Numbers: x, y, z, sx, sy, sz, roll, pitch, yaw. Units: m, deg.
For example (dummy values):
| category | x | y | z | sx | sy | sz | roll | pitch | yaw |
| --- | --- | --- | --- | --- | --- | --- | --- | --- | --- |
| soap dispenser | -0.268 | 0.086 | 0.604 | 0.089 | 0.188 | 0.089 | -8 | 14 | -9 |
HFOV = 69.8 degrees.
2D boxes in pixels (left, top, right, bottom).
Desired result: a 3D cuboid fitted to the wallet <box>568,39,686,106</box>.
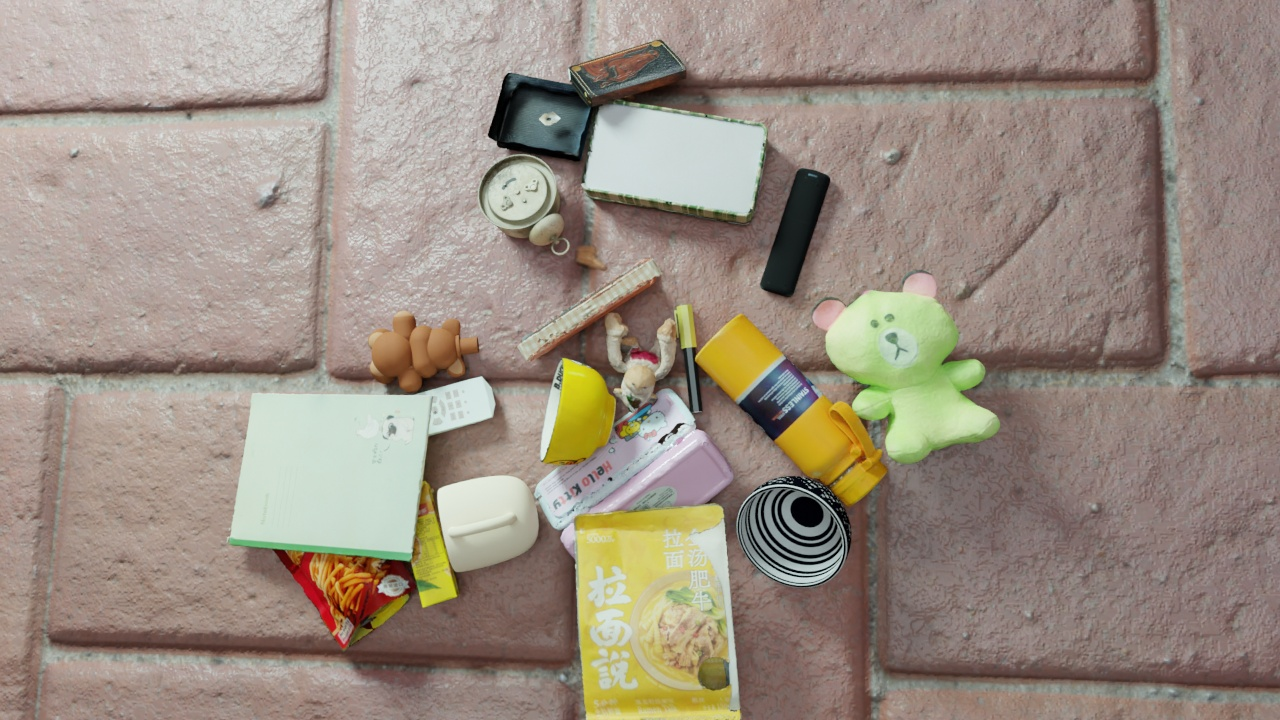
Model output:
| category | x | y | z | sx | sy | sz | roll | pitch | yaw |
| --- | --- | --- | --- | --- | --- | --- | --- | --- | --- |
| wallet | -0.015 | -0.334 | 1.069 | 0.123 | 0.019 | 0.072 | -21 | 51 | -14 |

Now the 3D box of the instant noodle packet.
| category | x | y | z | sx | sy | sz | roll | pitch | yaw |
| --- | --- | --- | --- | --- | --- | --- | --- | --- | --- |
| instant noodle packet | 0.016 | 0.267 | 0.972 | 0.163 | 0.084 | 0.221 | -5 | 92 | 5 |

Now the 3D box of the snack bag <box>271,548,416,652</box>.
| category | x | y | z | sx | sy | sz | roll | pitch | yaw |
| --- | --- | --- | --- | --- | --- | --- | --- | --- | --- |
| snack bag | -0.353 | 0.215 | 1.060 | 0.139 | 0.066 | 0.208 | -40 | 72 | 5 |

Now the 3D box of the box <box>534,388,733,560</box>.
| category | x | y | z | sx | sy | sz | roll | pitch | yaw |
| --- | --- | --- | --- | --- | --- | --- | --- | --- | --- |
| box | -0.010 | 0.135 | 1.015 | 0.201 | 0.077 | 0.146 | -38 | 81 | 1 |

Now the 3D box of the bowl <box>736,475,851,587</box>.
| category | x | y | z | sx | sy | sz | roll | pitch | yaw |
| --- | --- | --- | --- | --- | --- | --- | --- | --- | --- |
| bowl | 0.171 | 0.175 | 0.987 | 0.120 | 0.066 | 0.120 | 10 | 113 | 25 |

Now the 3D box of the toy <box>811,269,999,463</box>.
| category | x | y | z | sx | sy | sz | roll | pitch | yaw |
| --- | --- | --- | --- | --- | --- | --- | --- | --- | --- |
| toy | 0.287 | 0.010 | 0.988 | 0.150 | 0.107 | 0.196 | -21 | 73 | 8 |

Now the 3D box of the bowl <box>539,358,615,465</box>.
| category | x | y | z | sx | sy | sz | roll | pitch | yaw |
| --- | --- | --- | --- | --- | --- | --- | --- | --- | --- |
| bowl | -0.067 | 0.061 | 1.012 | 0.067 | 0.117 | 0.117 | 12 | 84 | -10 |

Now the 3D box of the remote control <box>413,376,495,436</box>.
| category | x | y | z | sx | sy | sz | roll | pitch | yaw |
| --- | --- | --- | --- | --- | --- | --- | --- | --- | --- |
| remote control | -0.239 | 0.060 | 1.070 | 0.143 | 0.024 | 0.049 | -15 | 82 | 2 |

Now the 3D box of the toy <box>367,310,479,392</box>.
| category | x | y | z | sx | sy | sz | roll | pitch | yaw |
| --- | --- | --- | --- | --- | --- | --- | --- | --- | --- |
| toy | -0.253 | -0.012 | 1.070 | 0.127 | 0.065 | 0.095 | -6 | 90 | -4 |

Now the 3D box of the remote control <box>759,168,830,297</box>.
| category | x | y | z | sx | sy | sz | roll | pitch | yaw |
| --- | --- | --- | --- | --- | --- | --- | --- | --- | --- |
| remote control | 0.178 | -0.148 | 1.056 | 0.041 | 0.020 | 0.152 | 18 | 86 | 9 |

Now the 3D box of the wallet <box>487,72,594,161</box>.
| category | x | y | z | sx | sy | sz | roll | pitch | yaw |
| --- | --- | --- | --- | --- | --- | --- | --- | --- | --- |
| wallet | -0.116 | -0.289 | 1.098 | 0.115 | 0.026 | 0.089 | 13 | 80 | 7 |

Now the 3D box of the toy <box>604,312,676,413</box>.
| category | x | y | z | sx | sy | sz | roll | pitch | yaw |
| --- | --- | --- | --- | --- | --- | --- | --- | --- | --- |
| toy | -0.006 | 0.006 | 1.027 | 0.085 | 0.074 | 0.105 | 10 | 75 | 2 |

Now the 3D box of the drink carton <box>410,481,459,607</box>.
| category | x | y | z | sx | sy | sz | roll | pitch | yaw |
| --- | --- | --- | --- | --- | --- | --- | --- | --- | --- |
| drink carton | -0.240 | 0.205 | 1.033 | 0.043 | 0.059 | 0.134 | -16 | 81 | -11 |

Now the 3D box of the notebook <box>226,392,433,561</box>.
| category | x | y | z | sx | sy | sz | roll | pitch | yaw |
| --- | --- | --- | --- | --- | --- | --- | --- | --- | --- |
| notebook | -0.354 | 0.127 | 1.042 | 0.253 | 0.010 | 0.181 | 0 | 78 | 21 |

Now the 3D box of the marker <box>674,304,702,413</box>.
| category | x | y | z | sx | sy | sz | roll | pitch | yaw |
| --- | --- | --- | --- | --- | --- | --- | --- | --- | --- |
| marker | 0.055 | -0.002 | 1.051 | 0.021 | 0.017 | 0.123 | -7 | 84 | 5 |

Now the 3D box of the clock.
| category | x | y | z | sx | sy | sz | roll | pitch | yaw |
| --- | --- | --- | --- | --- | --- | --- | --- | --- | --- |
| clock | -0.128 | -0.175 | 1.073 | 0.093 | 0.054 | 0.141 | -38 | 74 | -2 |

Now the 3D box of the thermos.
| category | x | y | z | sx | sy | sz | roll | pitch | yaw |
| --- | --- | --- | --- | --- | --- | --- | --- | --- | --- |
| thermos | 0.166 | 0.054 | 0.996 | 0.076 | 0.091 | 0.232 | -42 | 81 | -11 |

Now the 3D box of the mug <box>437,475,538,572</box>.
| category | x | y | z | sx | sy | sz | roll | pitch | yaw |
| --- | --- | --- | --- | --- | --- | --- | --- | --- | --- |
| mug | -0.162 | 0.175 | 1.001 | 0.099 | 0.120 | 0.096 | -13 | 87 | -7 |

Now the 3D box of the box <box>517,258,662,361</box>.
| category | x | y | z | sx | sy | sz | roll | pitch | yaw |
| --- | --- | --- | --- | --- | --- | --- | --- | --- | --- |
| box | -0.057 | -0.059 | 1.044 | 0.187 | 0.082 | 0.041 | -32 | 90 | -1 |

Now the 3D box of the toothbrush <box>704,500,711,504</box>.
| category | x | y | z | sx | sy | sz | roll | pitch | yaw |
| --- | --- | --- | --- | --- | --- | --- | --- | --- | --- |
| toothbrush | 0.049 | 0.235 | 1.026 | 0.013 | 0.013 | 0.167 | 23 | 86 | 0 |

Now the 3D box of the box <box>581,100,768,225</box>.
| category | x | y | z | sx | sy | sz | roll | pitch | yaw |
| --- | --- | --- | --- | --- | --- | --- | --- | --- | --- |
| box | 0.039 | -0.230 | 1.066 | 0.205 | 0.051 | 0.117 | 9 | 87 | 8 |
